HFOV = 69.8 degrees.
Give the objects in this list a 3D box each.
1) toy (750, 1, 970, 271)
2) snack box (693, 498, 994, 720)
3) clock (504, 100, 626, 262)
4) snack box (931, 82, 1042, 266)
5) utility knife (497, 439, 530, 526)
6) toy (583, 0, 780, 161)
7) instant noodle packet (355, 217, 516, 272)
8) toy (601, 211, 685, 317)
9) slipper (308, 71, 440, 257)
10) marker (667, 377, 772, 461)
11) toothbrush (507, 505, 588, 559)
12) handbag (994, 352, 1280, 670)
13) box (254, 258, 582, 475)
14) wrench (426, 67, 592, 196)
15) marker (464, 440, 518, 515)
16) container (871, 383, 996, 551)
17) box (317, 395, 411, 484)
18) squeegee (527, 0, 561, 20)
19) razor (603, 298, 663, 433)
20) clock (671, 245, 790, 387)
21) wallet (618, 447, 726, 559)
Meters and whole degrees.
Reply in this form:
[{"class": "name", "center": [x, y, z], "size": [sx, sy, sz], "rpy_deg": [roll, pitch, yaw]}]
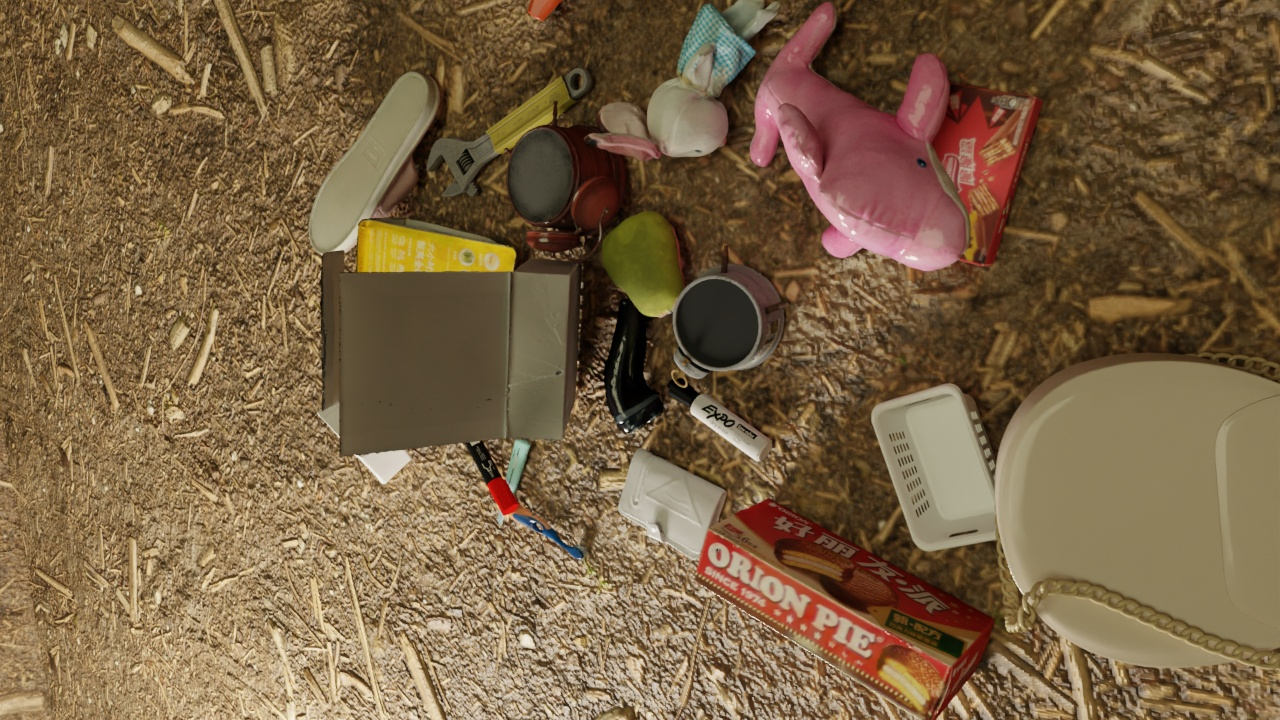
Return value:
[{"class": "toy", "center": [0.156, -0.169, 0.735], "size": [0.265, 0.127, 0.187], "rpy_deg": [60, 139, 37]}, {"class": "snack box", "center": [0.175, 0.210, 0.807], "size": [0.236, 0.113, 0.060], "rpy_deg": [26, 112, 33]}, {"class": "clock", "center": [-0.076, -0.177, 0.958], "size": [0.121, 0.072, 0.157], "rpy_deg": [-32, 73, 37]}, {"class": "snack box", "center": [0.258, -0.151, 0.739], "size": [0.089, 0.021, 0.133], "rpy_deg": [23, 111, 35]}, {"class": "utility knife", "center": [-0.156, 0.149, 1.120], "size": [0.022, 0.015, 0.129], "rpy_deg": [34, 120, 28]}, {"class": "toy", "center": [0.054, -0.253, 0.856], "size": [0.206, 0.130, 0.105], "rpy_deg": [-41, 111, 20]}, {"class": "instant noodle packet", "center": [-0.240, -0.076, 1.115], "size": [0.222, 0.084, 0.163], "rpy_deg": [16, 106, 29]}, {"class": "toy", "center": [0.005, -0.093, 0.924], "size": [0.090, 0.051, 0.110], "rpy_deg": [-31, 68, 31]}, {"class": "slipper", "center": [-0.330, -0.240, 1.160], "size": [0.275, 0.054, 0.114], "rpy_deg": [-48, 59, 20]}, {"class": "marker", "center": [0.076, 0.056, 0.915], "size": [0.126, 0.025, 0.025], "rpy_deg": [36, 117, 28]}, {"class": "toothbrush", "center": [-0.115, 0.201, 1.092], "size": [0.135, 0.017, 0.021], "rpy_deg": [25, 109, 32]}, {"class": "handbag", "center": [0.357, 0.102, 0.633], "size": [0.209, 0.103, 0.210], "rpy_deg": [-6, 94, 20]}, {"class": "box", "center": [-0.163, -0.005, 0.872], "size": [0.150, 0.367, 0.167], "rpy_deg": [12, 104, 38]}, {"class": "wrench", "center": [-0.154, -0.261, 1.045], "size": [0.274, 0.018, 0.083], "rpy_deg": [-24, 83, 38]}, {"class": "marker", "center": [-0.191, 0.124, 1.127], "size": [0.023, 0.021, 0.145], "rpy_deg": [-42, 63, 19]}, {"class": "container", "center": [0.254, 0.086, 0.764], "size": [0.081, 0.049, 0.129], "rpy_deg": [-22, 84, 38]}, {"class": "box", "center": [-0.340, 0.067, 1.222], "size": [0.109, 0.136, 0.124], "rpy_deg": [35, 158, 28]}, {"class": "squeegee", "center": [-0.066, -0.432, 0.926], "size": [0.249, 0.055, 0.185], "rpy_deg": [38, 120, 8]}, {"class": "razor", "center": [-0.006, 0.006, 0.958], "size": [0.064, 0.053, 0.140], "rpy_deg": [2, 94, 1]}, {"class": "clock", "center": [0.075, -0.029, 0.881], "size": [0.104, 0.056, 0.148], "rpy_deg": [44, 117, 14]}, {"class": "wallet", "center": [0.029, 0.150, 0.963], "size": [0.116, 0.032, 0.086], "rpy_deg": [22, 108, 34]}]
